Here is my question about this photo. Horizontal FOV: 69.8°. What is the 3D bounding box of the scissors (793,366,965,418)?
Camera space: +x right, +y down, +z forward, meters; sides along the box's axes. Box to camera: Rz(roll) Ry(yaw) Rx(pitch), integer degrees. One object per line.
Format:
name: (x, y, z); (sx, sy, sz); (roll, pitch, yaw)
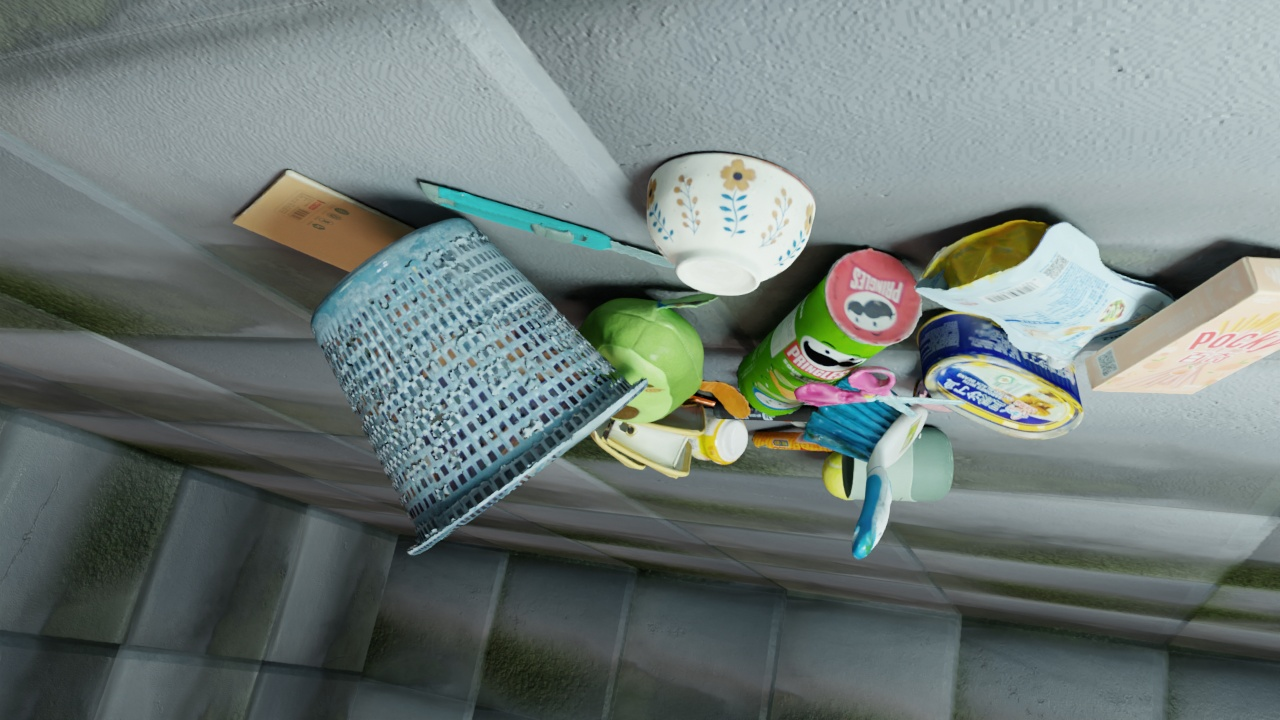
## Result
scissors: (0.181, 0.029, 0.715); (0.129, 0.017, 0.133); (-10, 157, 35)

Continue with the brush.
brush: (0.179, 0.074, 0.742); (0.109, 0.061, 0.313); (28, -158, 23)

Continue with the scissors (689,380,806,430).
scissors: (0.144, 0.051, 1.023); (0.222, 0.021, 0.221); (9, 167, 13)

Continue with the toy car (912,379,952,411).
toy car: (0.284, 0.028, 0.838); (0.056, 0.037, 0.122); (10, 163, 9)

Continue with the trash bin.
trash bin: (-0.139, 0.006, 0.717); (0.195, 0.226, 0.227); (55, 155, -1)

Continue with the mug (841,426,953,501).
mug: (0.280, 0.112, 1.017); (0.106, 0.082, 0.111); (0, -177, 3)

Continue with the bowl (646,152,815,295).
bowl: (0.055, -0.082, 0.609); (0.113, 0.062, 0.113); (11, 163, 3)

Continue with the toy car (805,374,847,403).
toy car: (0.160, 0.022, 0.898); (0.091, 0.036, 0.043); (9, 161, -5)

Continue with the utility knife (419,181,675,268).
utility knife: (-0.065, -0.100, 0.700); (0.209, 0.013, 0.029); (14, 162, -10)

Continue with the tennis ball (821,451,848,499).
tennis ball: (0.259, 0.141, 1.141); (0.065, 0.065, 0.065); (10, 162, 3)

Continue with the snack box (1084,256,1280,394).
snack box: (0.380, -0.018, 0.609); (0.084, 0.026, 0.158); (2, 157, -10)

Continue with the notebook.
notebook: (-0.237, -0.099, 0.813); (0.207, 0.008, 0.148); (24, 158, -34)

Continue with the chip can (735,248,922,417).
chip can: (0.142, -0.013, 0.745); (0.072, 0.072, 0.236); (13, 162, -6)

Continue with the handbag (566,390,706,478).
handbag: (-0.022, 0.066, 0.996); (0.179, 0.063, 0.163); (16, -171, 1)

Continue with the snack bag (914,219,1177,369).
snack bag: (0.285, -0.039, 0.628); (0.190, 0.038, 0.111); (20, 143, -34)

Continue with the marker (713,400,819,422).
marker: (0.132, 0.052, 0.946); (0.132, 0.020, 0.022); (-1, -169, 43)

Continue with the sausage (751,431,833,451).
sausage: (0.183, 0.096, 1.095); (0.021, 0.021, 0.165); (20, 168, -26)

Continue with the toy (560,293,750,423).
toy: (-0.005, 0.005, 0.852); (0.227, 0.089, 0.247); (18, 160, 0)

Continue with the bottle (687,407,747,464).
bottle: (0.074, 0.087, 1.097); (0.063, 0.063, 0.109); (27, 167, -40)

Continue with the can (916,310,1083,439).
can: (0.288, 0.013, 0.735); (0.148, 0.049, 0.075); (23, 141, -21)
